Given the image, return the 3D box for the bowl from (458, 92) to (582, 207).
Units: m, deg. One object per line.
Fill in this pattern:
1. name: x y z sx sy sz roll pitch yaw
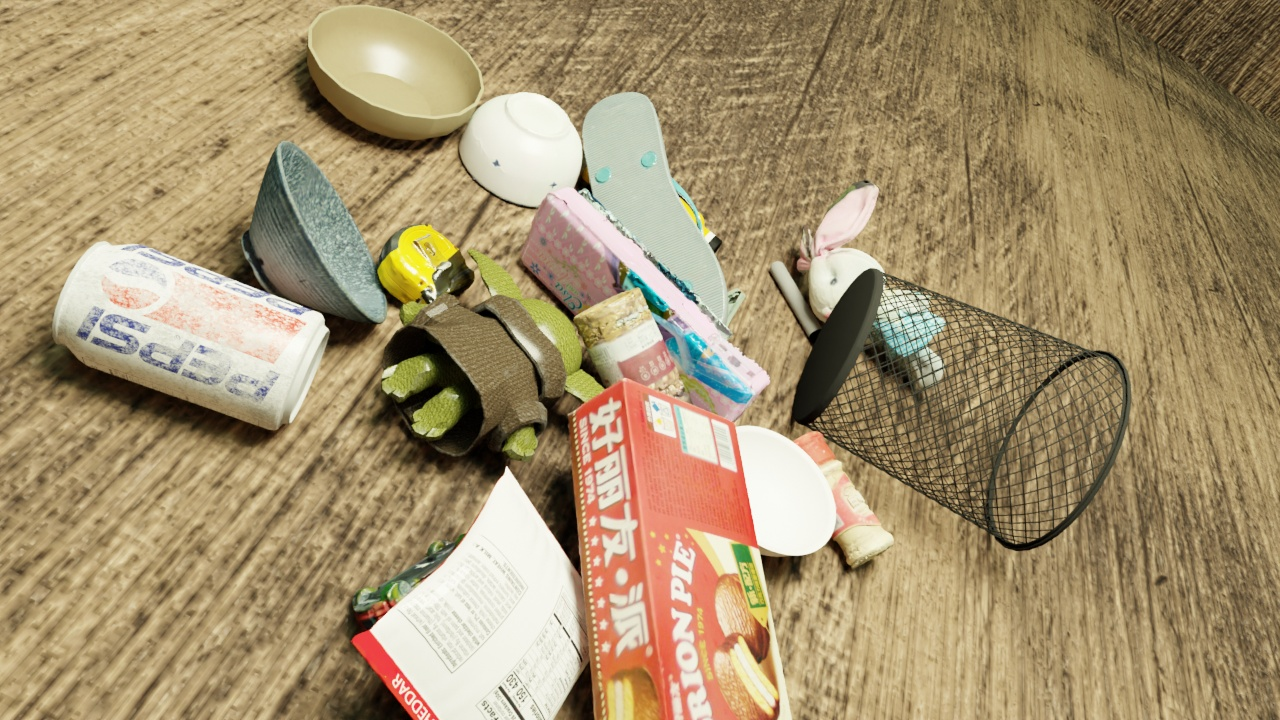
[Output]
1. bowl: -0.102 -0.200 0.834 0.113 0.063 0.113 16 46 -18

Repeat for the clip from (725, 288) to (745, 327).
1. clip: 0.073 -0.044 0.833 0.059 0.023 0.075 43 45 7

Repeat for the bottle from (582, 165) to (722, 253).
1. bottle: 0.013 -0.146 0.872 0.143 0.043 0.043 39 43 4

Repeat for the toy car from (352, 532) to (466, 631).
1. toy car: -0.126 0.131 0.539 0.091 0.042 0.036 -22 90 -48

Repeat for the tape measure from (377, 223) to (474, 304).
1. tape measure: -0.165 -0.072 0.695 0.064 0.037 0.065 47 37 -1

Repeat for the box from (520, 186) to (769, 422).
1. box: 0.002 -0.039 0.738 0.230 0.085 0.053 45 45 11

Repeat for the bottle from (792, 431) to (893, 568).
1. bottle: 0.155 0.110 0.731 0.044 0.044 0.109 -15 63 -39

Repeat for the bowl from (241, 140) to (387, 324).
1. bowl: -0.234 -0.076 0.632 0.057 0.137 0.137 -26 62 0

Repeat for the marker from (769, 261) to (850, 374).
1. marker: 0.162 -0.041 0.889 0.016 0.016 0.140 -3 54 -34

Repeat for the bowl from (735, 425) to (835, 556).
1. bowl: 0.090 0.106 0.694 0.110 0.041 0.109 17 46 -18

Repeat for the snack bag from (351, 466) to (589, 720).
1. snack bag: -0.079 0.155 0.525 0.131 0.039 0.143 60 39 -18

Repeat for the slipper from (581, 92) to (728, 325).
1. slipper: 0.005 -0.117 0.819 0.098 0.055 0.268 -21 68 7

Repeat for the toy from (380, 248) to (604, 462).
1. toy: -0.105 0.006 0.637 0.179 0.078 0.152 50 38 11

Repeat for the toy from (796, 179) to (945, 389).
1. toy: 0.213 -0.051 0.884 0.105 0.131 0.205 -33 87 -31

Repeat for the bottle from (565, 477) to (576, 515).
1. bottle: -0.019 0.128 0.616 0.030 0.030 0.113 -2 54 -33

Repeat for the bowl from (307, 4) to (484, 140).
1. bowl: -0.219 -0.246 0.811 0.152 0.051 0.152 17 45 -18

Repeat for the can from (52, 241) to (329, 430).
1. can: -0.267 -0.015 0.556 0.136 0.078 0.078 22 44 -13

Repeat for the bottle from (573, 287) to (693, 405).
1. bottle: -0.004 0.004 0.687 0.056 0.056 0.105 -34 102 -45

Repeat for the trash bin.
1. trash bin: 0.255 0.032 0.773 0.210 0.185 0.183 25 43 -2

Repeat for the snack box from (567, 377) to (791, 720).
1. snack box: 0.023 0.137 0.572 0.113 0.060 0.236 23 47 -40
